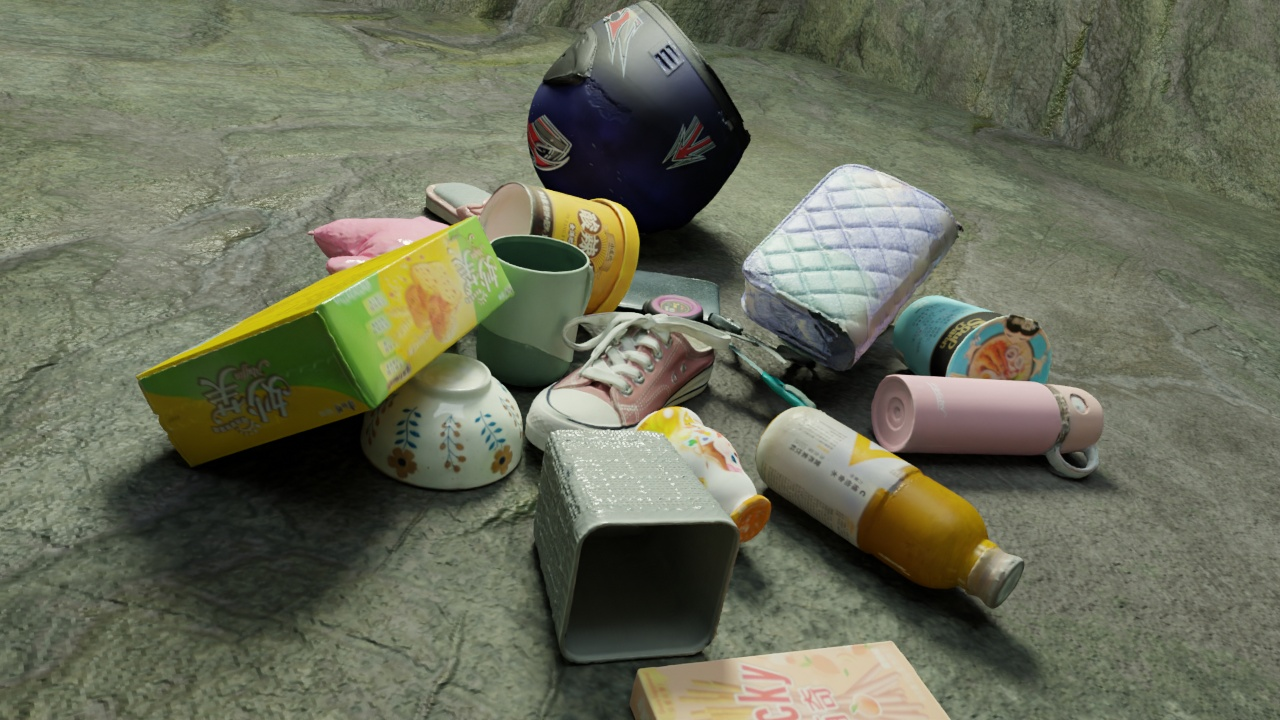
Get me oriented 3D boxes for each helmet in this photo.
[{"bbox_3d":[-0.020,-0.287,1.130,0.247,0.240,0.315,50,11,-34],"label":"helmet"}]

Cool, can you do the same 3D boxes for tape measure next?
[{"bbox_3d":[0.031,-0.036,0.878,0.057,0.039,0.057,-3,29,-17],"label":"tape measure"}]

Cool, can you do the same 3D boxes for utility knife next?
[{"bbox_3d":[0.132,0.035,0.760,0.216,0.013,0.029,41,15,27],"label":"utility knife"}]

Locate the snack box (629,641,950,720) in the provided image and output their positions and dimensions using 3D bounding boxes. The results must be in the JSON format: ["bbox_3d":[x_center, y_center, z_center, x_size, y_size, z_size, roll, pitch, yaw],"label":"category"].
[{"bbox_3d":[0.081,0.186,0.460,0.157,0.026,0.084,1,28,-21],"label":"snack box"}]

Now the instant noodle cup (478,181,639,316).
[{"bbox_3d":[-0.081,-0.103,0.841,0.114,0.118,0.118,14,19,-40],"label":"instant noodle cup"}]

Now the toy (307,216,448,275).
[{"bbox_3d":[-0.216,-0.095,0.847,0.178,0.075,0.194,20,22,-2],"label":"toy"}]

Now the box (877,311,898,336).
[{"bbox_3d":[0.234,-0.069,0.976,0.060,0.090,0.183,23,25,24],"label":"box"}]

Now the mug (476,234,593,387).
[{"bbox_3d":[-0.082,-0.043,0.764,0.082,0.106,0.111,27,30,30],"label":"mug"}]

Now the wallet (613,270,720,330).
[{"bbox_3d":[0.025,-0.066,0.961,0.121,0.019,0.097,10,27,-1],"label":"wallet"}]

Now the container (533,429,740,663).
[{"bbox_3d":[-0.011,0.099,0.531,0.090,0.090,0.114,3,24,-20],"label":"container"}]

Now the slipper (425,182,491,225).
[{"bbox_3d":[-0.147,-0.160,1.034,0.114,0.054,0.274,-13,35,-42],"label":"slipper"}]

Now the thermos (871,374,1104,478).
[{"bbox_3d":[0.302,0.058,0.785,0.198,0.067,0.087,5,58,-18],"label":"thermos"}]

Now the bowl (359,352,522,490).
[{"bbox_3d":[-0.135,0.034,0.640,0.113,0.062,0.113,11,25,-5],"label":"bowl"}]

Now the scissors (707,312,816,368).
[{"bbox_3d":[0.108,-0.015,0.835,0.159,0.014,0.181,19,10,-24],"label":"scissors"}]

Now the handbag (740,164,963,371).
[{"bbox_3d":[0.191,-0.090,0.852,0.134,0.076,0.193,32,62,26],"label":"handbag"}]

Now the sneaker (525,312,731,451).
[{"bbox_3d":[-0.004,0.004,0.723,0.118,0.088,0.240,24,27,23],"label":"sneaker"}]

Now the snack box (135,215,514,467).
[{"bbox_3d":[-0.201,-0.020,0.626,0.158,0.070,0.209,-17,16,23],"label":"snack box"}]

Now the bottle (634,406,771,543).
[{"bbox_3d":[0.040,0.079,0.621,0.063,0.063,0.108,-9,33,-36],"label":"bottle"}]

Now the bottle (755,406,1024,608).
[{"bbox_3d":[0.165,0.099,0.626,0.067,0.068,0.189,-14,36,-43],"label":"bottle"}]

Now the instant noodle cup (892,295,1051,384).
[{"bbox_3d":[0.307,-0.010,0.877,0.111,0.111,0.120,3,20,-18],"label":"instant noodle cup"}]
